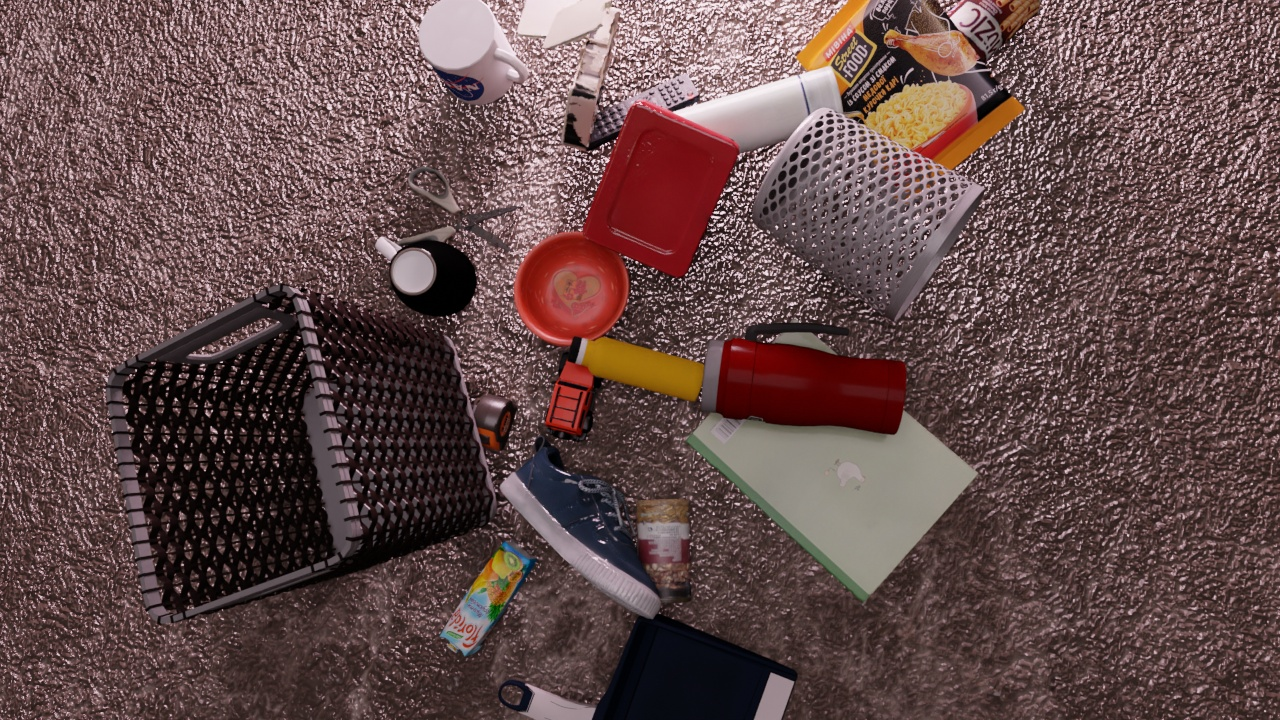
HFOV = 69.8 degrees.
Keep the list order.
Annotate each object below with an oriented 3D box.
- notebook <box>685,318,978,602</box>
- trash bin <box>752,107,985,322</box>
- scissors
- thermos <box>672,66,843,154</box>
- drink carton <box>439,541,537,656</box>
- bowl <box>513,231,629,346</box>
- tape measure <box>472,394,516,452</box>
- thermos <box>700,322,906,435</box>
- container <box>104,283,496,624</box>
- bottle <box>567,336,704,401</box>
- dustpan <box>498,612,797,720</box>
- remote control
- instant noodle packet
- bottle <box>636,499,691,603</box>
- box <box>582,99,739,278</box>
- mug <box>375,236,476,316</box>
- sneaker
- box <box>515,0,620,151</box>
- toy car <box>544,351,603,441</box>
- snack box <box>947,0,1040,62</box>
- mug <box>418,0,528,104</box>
[{"bbox_3d":[0.199,0.102,0.977,0.252,0.010,0.182,42,88,13],"label":"notebook"},{"bbox_3d":[0.228,-0.154,0.945,0.183,0.156,0.156,35,87,15],"label":"trash bin"},{"bbox_3d":[-0.225,-0.167,1.084,0.171,0.012,0.157,-32,79,1],"label":"scissors"},{"bbox_3d":[0.106,-0.262,1.017,0.230,0.068,0.068,-13,79,10],"label":"thermos"},{"bbox_3d":[-0.164,0.257,0.989,0.044,0.038,0.129,34,87,12],"label":"drink carton"},{"bbox_3d":[-0.074,-0.076,1.029,0.130,0.045,0.130,-1,80,8],"label":"bowl"},{"bbox_3d":[-0.166,0.067,1.013,0.038,0.059,0.058,15,80,10],"label":"tape measure"},{"bbox_3d":[0.166,0.015,0.945,0.199,0.084,0.108,7,98,7],"label":"thermos"},{"bbox_3d":[-0.319,0.093,0.909,0.248,0.243,0.245,-22,77,20],"label":"container"},{"bbox_3d":[-0.006,0.006,0.986,0.143,0.043,0.043,15,82,-7],"label":"bottle"},{"bbox_3d":[-0.009,0.379,0.924,0.273,0.080,0.236,20,84,11],"label":"dustpan"},{"bbox_3d":[-0.006,-0.284,1.064,0.150,0.022,0.047,-23,54,3],"label":"remote control"},{"bbox_3d":[0.280,-0.299,0.986,0.160,0.032,0.220,-42,73,41],"label":"instant noodle packet"},{"bbox_3d":[0.024,0.199,0.962,0.056,0.056,0.105,-2,80,8],"label":"bottle"},{"bbox_3d":[0.020,-0.183,0.975,0.129,0.087,0.158,23,111,0],"label":"box"},{"bbox_3d":[-0.250,-0.103,1.024,0.119,0.100,0.085,34,92,5],"label":"mug"},{"bbox_3d":[-0.050,0.169,0.951,0.235,0.089,0.087,38,81,31],"label":"sneaker"},{"bbox_3d":[-0.083,-0.343,0.982,0.105,0.188,0.143,13,61,-5],"label":"box"},{"bbox_3d":[-0.073,0.038,1.008,0.051,0.049,0.100,13,82,10],"label":"toy car"},{"bbox_3d":[0.365,-0.361,1.000,0.121,0.072,0.072,-43,77,-1],"label":"snack box"},{"bbox_3d":[-0.186,-0.356,1.071,0.121,0.090,0.091,22,84,11],"label":"mug"}]
